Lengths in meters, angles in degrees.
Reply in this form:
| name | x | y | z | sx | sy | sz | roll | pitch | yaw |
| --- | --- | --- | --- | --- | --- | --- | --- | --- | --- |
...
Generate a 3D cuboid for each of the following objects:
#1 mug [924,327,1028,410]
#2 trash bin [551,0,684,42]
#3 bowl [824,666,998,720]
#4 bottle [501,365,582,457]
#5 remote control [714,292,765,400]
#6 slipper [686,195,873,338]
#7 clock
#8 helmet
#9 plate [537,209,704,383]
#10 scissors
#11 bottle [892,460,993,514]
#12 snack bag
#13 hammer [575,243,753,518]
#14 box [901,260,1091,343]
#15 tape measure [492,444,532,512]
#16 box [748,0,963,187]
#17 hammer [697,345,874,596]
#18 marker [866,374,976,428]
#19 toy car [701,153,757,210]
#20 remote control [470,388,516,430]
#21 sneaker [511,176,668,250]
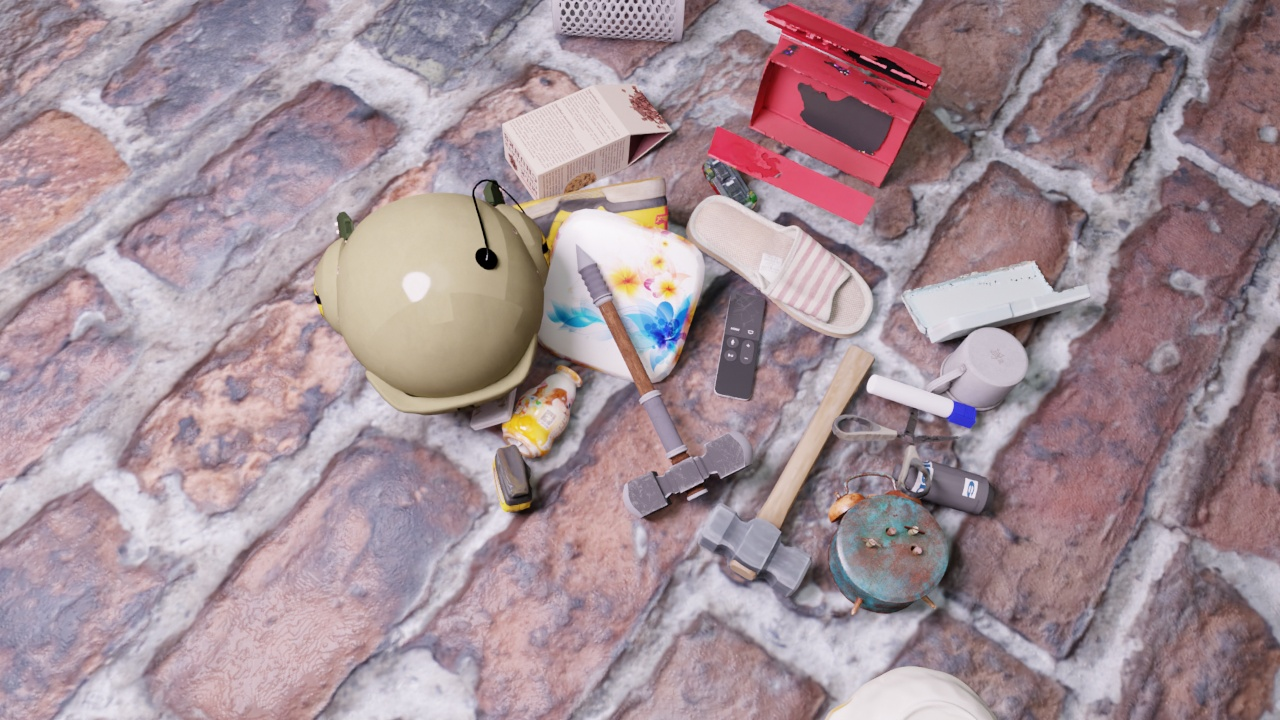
| name | x | y | z | sx | sy | sz | roll | pitch | yaw |
| --- | --- | --- | --- | --- | --- | --- | --- | --- | --- |
| mug | 0.403 | 0.014 | 1.109 | 0.113 | 0.071 | 0.084 | -15 | 66 | -13 |
| trash bin | -0.032 | -0.536 | 1.301 | 0.183 | 0.157 | 0.156 | 1 | 64 | -1 |
| bowl | 0.293 | 0.402 | 0.919 | 0.219 | 0.060 | 0.188 | 12 | 64 | 3 |
| bottle | -0.110 | 0.057 | 1.056 | 0.063 | 0.063 | 0.108 | 31 | 65 | 11 |
| remote control | 0.124 | -0.019 | 1.139 | 0.045 | 0.008 | 0.146 | 11 | 64 | 2 |
| slipper | 0.178 | -0.124 | 1.160 | 0.263 | 0.052 | 0.114 | 34 | 70 | 6 |
| clock | 0.268 | 0.195 | 1.010 | 0.121 | 0.073 | 0.157 | -3 | 64 | -5 |
| helmet | -0.212 | -0.057 | 0.985 | 0.250 | 0.256 | 0.232 | -14 | 62 | -8 |
| plate | -0.029 | -0.074 | 1.090 | 0.187 | 0.016 | 0.187 | 19 | 101 | 5 |
| scissors | 0.299 | 0.096 | 1.049 | 0.170 | 0.013 | 0.157 | 8 | 41 | -11 |
| bottle | 0.346 | 0.143 | 1.055 | 0.112 | 0.047 | 0.046 | 16 | 64 | 4 |
| snack bag | -0.069 | -0.300 | 1.228 | 0.206 | 0.070 | 0.094 | -28 | 69 | -16 |
| hammer | -0.005 | 0.008 | 1.044 | 0.156 | 0.043 | 0.322 | -27 | 79 | 5 |
| box | 0.446 | -0.078 | 1.157 | 0.197 | 0.078 | 0.122 | -14 | 47 | -12 |
| tape measure | -0.140 | 0.134 | 1.016 | 0.037 | 0.064 | 0.065 | -12 | 57 | -18 |
| box | 0.255 | -0.366 | 1.118 | 0.211 | 0.378 | 0.124 | 28 | 82 | 8 |
| hammer | 0.191 | 0.111 | 1.062 | 0.117 | 0.051 | 0.322 | 30 | 63 | 10 |
| marker | 0.336 | 0.048 | 1.096 | 0.133 | 0.023 | 0.027 | 18 | 41 | -9 |
| toy car | 0.118 | -0.231 | 1.225 | 0.042 | 0.036 | 0.091 | -33 | 82 | -10 |
| remote control | -0.164 | 0.019 | 1.068 | 0.050 | 0.011 | 0.135 | -17 | 45 | 23 |
| sneaker | -0.072 | -0.152 | 1.151 | 0.239 | 0.085 | 0.122 | -7 | 101 | 23 |
